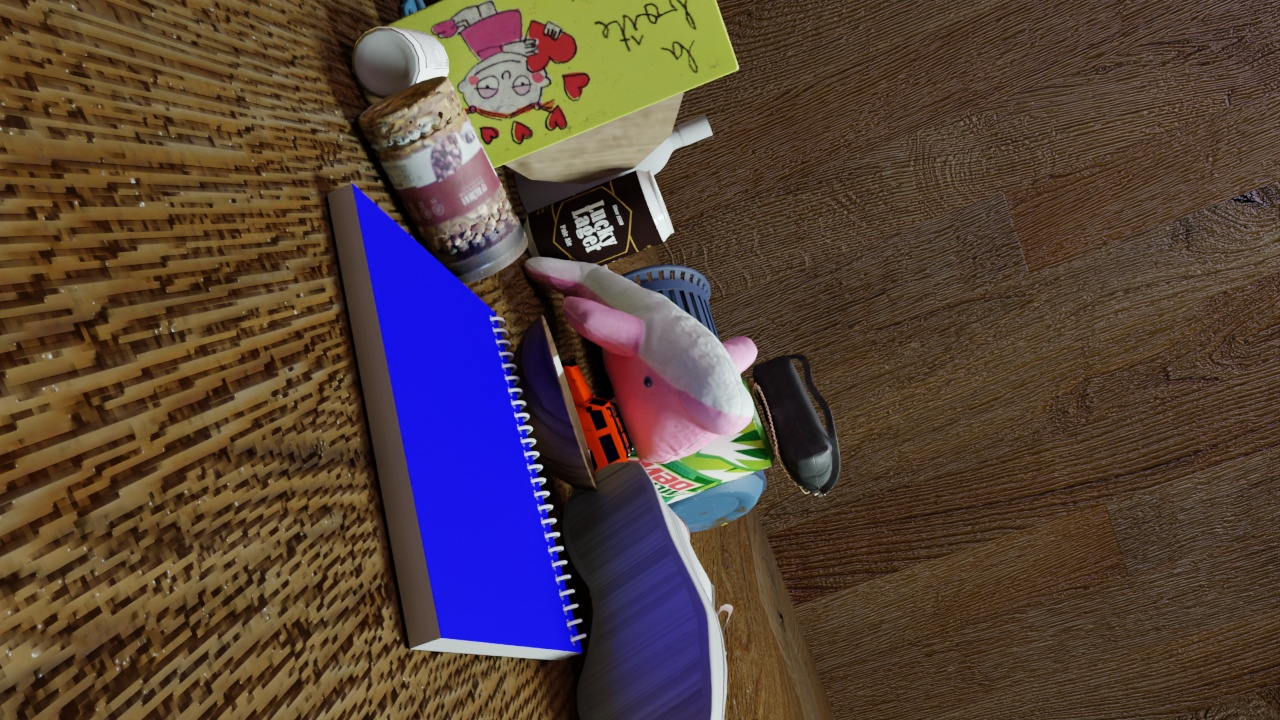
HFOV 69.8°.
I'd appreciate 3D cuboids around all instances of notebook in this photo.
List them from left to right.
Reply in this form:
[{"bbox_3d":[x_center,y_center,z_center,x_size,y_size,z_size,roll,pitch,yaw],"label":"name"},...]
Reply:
[{"bbox_3d":[-0.086,0.041,0.457,0.171,0.022,0.209,51,20,-65],"label":"notebook"}]

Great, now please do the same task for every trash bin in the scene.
[{"bbox_3d":[0.036,0.042,0.943,0.139,0.139,0.249,58,15,-60],"label":"trash bin"}]

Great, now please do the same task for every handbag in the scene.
[{"bbox_3d":[0.135,0.058,0.788,0.079,0.054,0.128,67,4,-51],"label":"handbag"}]

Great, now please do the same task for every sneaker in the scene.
[{"bbox_3d":[0.014,0.166,0.557,0.089,0.099,0.235,47,17,-34],"label":"sneaker"}]

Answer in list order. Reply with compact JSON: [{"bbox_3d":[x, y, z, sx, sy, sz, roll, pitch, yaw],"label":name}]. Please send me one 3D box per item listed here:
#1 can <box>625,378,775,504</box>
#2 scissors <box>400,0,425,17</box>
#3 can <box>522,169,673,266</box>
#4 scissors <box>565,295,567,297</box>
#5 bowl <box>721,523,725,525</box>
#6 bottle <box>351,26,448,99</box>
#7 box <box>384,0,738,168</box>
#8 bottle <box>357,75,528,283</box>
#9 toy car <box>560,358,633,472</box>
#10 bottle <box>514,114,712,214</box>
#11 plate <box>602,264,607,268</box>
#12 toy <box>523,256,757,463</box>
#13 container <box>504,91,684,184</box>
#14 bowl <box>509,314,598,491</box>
[{"bbox_3d":[0.037,0.076,0.798,0.083,0.144,0.083,-20,89,-83],"label":"can"},{"bbox_3d":[-0.178,-0.289,0.735,0.118,0.015,0.139,41,35,-77],"label":"scissors"},{"bbox_3d":[-0.040,-0.125,0.857,0.072,0.129,0.072,-20,89,-83],"label":"can"},{"bbox_3d":[-0.088,-0.125,0.962,0.140,0.015,0.188,60,12,-49],"label":"scissors"},{"bbox_3d":[0.051,0.140,1.050,0.117,0.068,0.117,-20,89,-83],"label":"bowl"},{"bbox_3d":[-0.145,-0.186,0.576,0.116,0.041,0.041,-89,158,-72],"label":"bottle"},{"bbox_3d":[-0.051,-0.225,0.654,0.079,0.221,0.124,-71,143,-67],"label":"box"},{"bbox_3d":[-0.111,-0.102,0.525,0.056,0.056,0.105,-99,167,-59],"label":"bottle"},{"bbox_3d":[-0.041,0.044,0.682,0.051,0.049,0.100,-41,110,-83],"label":"toy car"},{"bbox_3d":[-0.024,-0.196,0.905,0.052,0.195,0.052,-20,89,-83],"label":"bottle"},{"bbox_3d":[-0.062,-0.128,1.058,0.188,0.027,0.188,-18,87,-88],"label":"plate"},{"bbox_3d":[-0.004,0.004,0.755,0.186,0.128,0.265,16,20,-35],"label":"toy"},{"bbox_3d":[-0.067,-0.297,0.829,0.227,0.227,0.195,61,18,-52],"label":"container"},{"bbox_3d":[-0.060,0.032,0.593,0.119,0.032,0.119,160,-88,-87],"label":"bowl"}]
